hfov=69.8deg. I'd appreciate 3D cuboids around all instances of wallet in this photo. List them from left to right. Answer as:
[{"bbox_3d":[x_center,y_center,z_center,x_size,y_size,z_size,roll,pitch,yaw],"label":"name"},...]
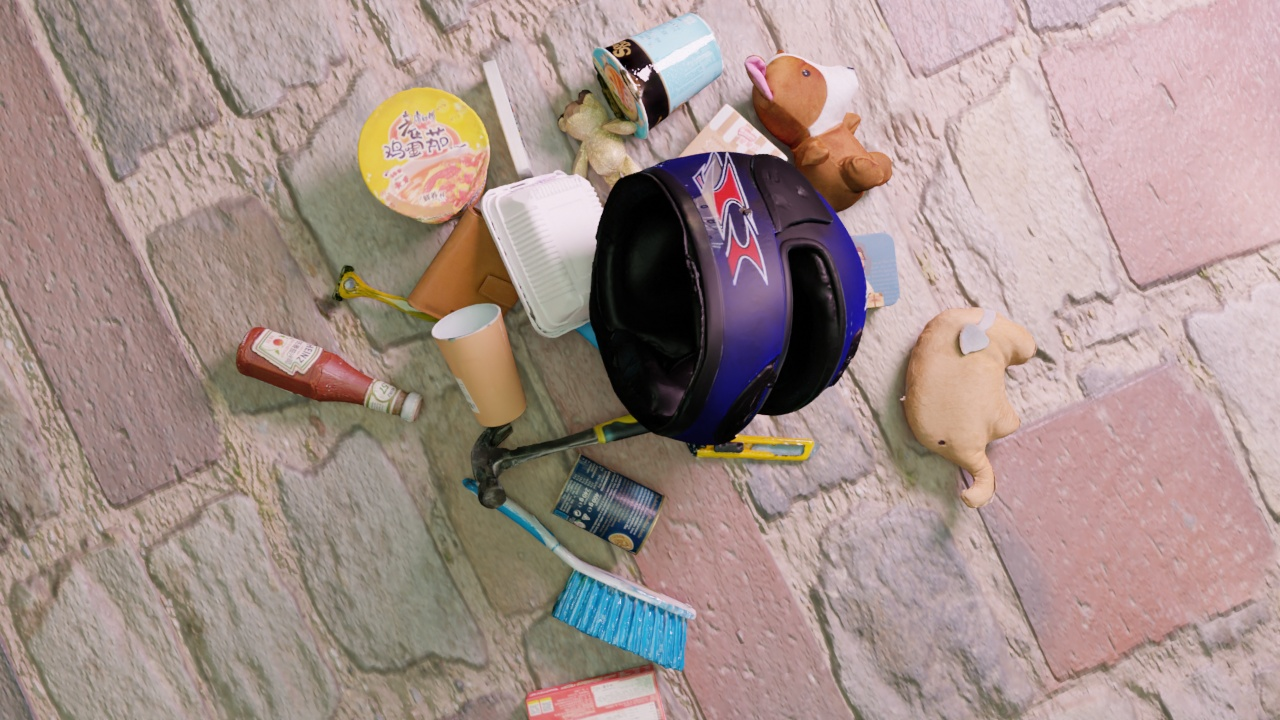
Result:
[{"bbox_3d":[-0.181,-0.094,1.025,0.107,0.031,0.132,28,109,-31],"label":"wallet"}]

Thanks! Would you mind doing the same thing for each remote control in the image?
[{"bbox_3d":[-0.150,-0.270,1.046,0.019,0.056,0.135,-18,89,-3],"label":"remote control"}]

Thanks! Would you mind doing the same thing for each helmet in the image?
[{"bbox_3d":[0.098,-0.057,0.887,0.240,0.315,0.248,5,132,-24],"label":"helmet"}]

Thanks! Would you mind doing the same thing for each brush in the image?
[{"bbox_3d":[-0.079,0.244,1.048,0.314,0.060,0.109,23,83,1],"label":"brush"}]

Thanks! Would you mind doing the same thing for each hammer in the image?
[{"bbox_3d":[-0.030,0.075,1.026,0.323,0.126,0.032,-15,126,-8],"label":"hammer"}]

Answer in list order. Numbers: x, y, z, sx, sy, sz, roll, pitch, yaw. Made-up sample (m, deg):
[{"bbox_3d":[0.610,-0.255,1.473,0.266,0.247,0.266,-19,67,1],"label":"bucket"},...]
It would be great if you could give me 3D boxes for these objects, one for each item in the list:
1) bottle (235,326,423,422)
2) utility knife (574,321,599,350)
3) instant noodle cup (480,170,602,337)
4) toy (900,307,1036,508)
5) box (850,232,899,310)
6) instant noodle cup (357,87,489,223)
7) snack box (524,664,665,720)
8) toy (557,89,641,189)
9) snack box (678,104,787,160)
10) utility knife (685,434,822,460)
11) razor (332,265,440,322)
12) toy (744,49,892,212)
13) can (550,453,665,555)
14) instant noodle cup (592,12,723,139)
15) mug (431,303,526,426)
[{"bbox_3d":[-0.347,0.021,1.033,0.206,0.060,0.060,20,88,-2],"label":"bottle"},{"bbox_3d":[-0.006,0.006,1.067,0.236,0.018,0.034,42,99,-4],"label":"utility knife"},{"bbox_3d":[-0.082,-0.125,1.005,0.137,0.060,0.173,-28,95,-42],"label":"instant noodle cup"},{"bbox_3d":[0.368,0.051,1.051,0.143,0.082,0.226,10,91,6],"label":"toy"},{"bbox_3d":[0.200,-0.094,1.056,0.184,0.061,0.090,-9,89,-4],"label":"box"},{"bbox_3d":[-0.231,-0.217,1.015,0.138,0.110,0.138,0,89,-3],"label":"instant noodle cup"},{"bbox_3d":[-0.051,0.406,1.057,0.153,0.025,0.075,-13,91,-2],"label":"snack box"},{"bbox_3d":[-0.030,-0.234,1.053,0.105,0.066,0.157,-34,96,40],"label":"toy"},{"bbox_3d":[0.097,-0.218,1.044,0.093,0.077,0.094,42,89,-1],"label":"snack box"},{"bbox_3d":[0.132,0.099,1.071,0.164,0.015,0.033,2,98,-3],"label":"utility knife"},{"bbox_3d":[-0.285,-0.069,1.055,0.132,0.028,0.043,20,85,-4],"label":"razor"},{"bbox_3d":[0.200,-0.267,1.030,0.131,0.139,0.199,-40,87,25],"label":"toy"},{"bbox_3d":[-0.038,0.162,1.035,0.111,0.075,0.075,27,88,-1],"label":"can"},{"bbox_3d":[0.026,-0.328,1.034,0.120,0.111,0.111,-32,91,-10],"label":"instant noodle cup"},{"bbox_3d":[-0.173,0.008,1.016,0.078,0.078,0.123,-18,117,-3],"label":"mug"}]
